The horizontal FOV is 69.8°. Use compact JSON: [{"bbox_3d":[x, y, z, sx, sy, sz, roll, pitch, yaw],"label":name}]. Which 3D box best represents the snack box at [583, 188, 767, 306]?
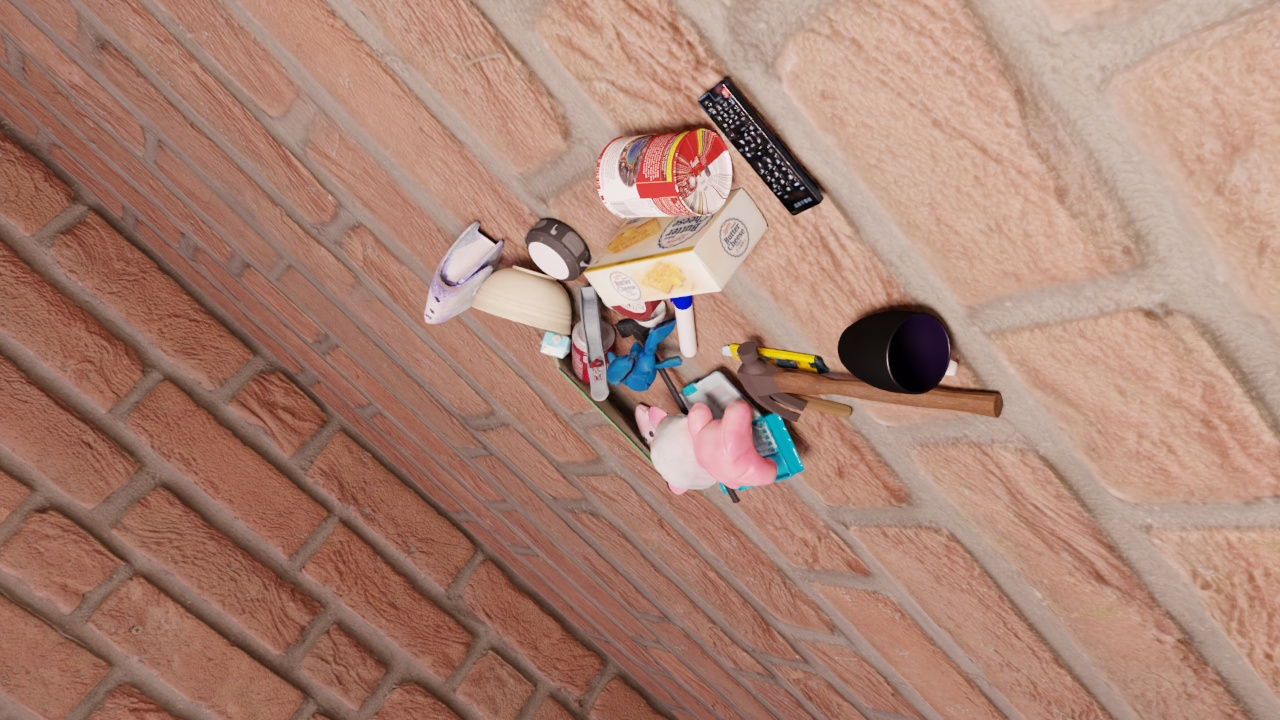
[{"bbox_3d":[0.034,-0.123,1.032,0.208,0.104,0.057,-3,134,54],"label":"snack box"}]

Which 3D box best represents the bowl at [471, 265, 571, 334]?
[{"bbox_3d":[-0.165,-0.094,1.341,0.151,0.075,0.150,17,-176,-2],"label":"bowl"}]

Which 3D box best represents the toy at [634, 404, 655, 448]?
[{"bbox_3d":[0.025,0.111,1.495,0.096,0.052,0.099,44,157,14],"label":"toy"}]

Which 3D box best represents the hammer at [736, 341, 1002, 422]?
[{"bbox_3d":[0.256,0.035,1.074,0.324,0.033,0.115,6,141,41],"label":"hammer"}]

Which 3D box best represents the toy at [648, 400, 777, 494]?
[{"bbox_3d":[0.087,0.124,1.272,0.214,0.084,0.142,-5,114,54],"label":"toy"}]

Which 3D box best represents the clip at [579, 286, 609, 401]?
[{"bbox_3d":[-0.065,-0.022,1.281,0.107,0.028,0.163,-75,-23,-87],"label":"clip"}]

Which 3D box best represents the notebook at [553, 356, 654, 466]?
[{"bbox_3d":[-0.055,0.078,1.491,0.252,0.010,0.182,46,-178,-18],"label":"notebook"}]

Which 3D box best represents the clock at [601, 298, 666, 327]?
[{"bbox_3d":[-0.011,-0.093,1.203,0.096,0.048,0.138,29,152,18],"label":"clock"}]

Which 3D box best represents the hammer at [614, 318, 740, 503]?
[{"bbox_3d":[0.070,0.076,1.336,0.095,0.015,0.325,-7,118,56],"label":"hammer"}]

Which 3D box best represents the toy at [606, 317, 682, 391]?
[{"bbox_3d":[-0.007,0.007,1.256,0.071,0.112,0.177,60,162,8],"label":"toy"}]

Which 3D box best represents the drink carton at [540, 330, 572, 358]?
[{"bbox_3d":[-0.127,-0.026,1.409,0.044,0.038,0.129,17,-177,-2],"label":"drink carton"}]

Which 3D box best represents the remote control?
[{"bbox_3d":[0.118,-0.206,0.886,0.150,0.022,0.047,47,154,-14],"label":"remote control"}]

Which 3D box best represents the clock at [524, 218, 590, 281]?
[{"bbox_3d":[-0.118,-0.147,1.257,0.091,0.043,0.123,48,153,-20],"label":"clock"}]

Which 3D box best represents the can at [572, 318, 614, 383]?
[{"bbox_3d":[-0.072,-0.014,1.397,0.063,0.063,0.114,32,154,13],"label":"can"}]

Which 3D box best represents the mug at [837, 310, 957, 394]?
[{"bbox_3d":[0.272,-0.006,0.966,0.118,0.085,0.100,16,178,-25],"label":"mug"}]

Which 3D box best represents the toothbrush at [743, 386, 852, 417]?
[{"bbox_3d":[0.203,0.050,1.204,0.167,0.016,0.016,14,146,41],"label":"toothbrush"}]

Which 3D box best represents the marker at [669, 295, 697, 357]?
[{"bbox_3d":[0.058,-0.053,1.211,0.027,0.023,0.133,23,151,22],"label":"marker"}]

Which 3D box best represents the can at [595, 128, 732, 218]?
[{"bbox_3d":[0.023,-0.193,0.952,0.117,0.086,0.087,8,142,45],"label":"can"}]

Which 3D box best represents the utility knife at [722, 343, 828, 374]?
[{"bbox_3d":[0.167,-0.002,1.169,0.163,0.017,0.030,13,135,46],"label":"utility knife"}]

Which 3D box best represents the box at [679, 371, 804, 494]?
[{"bbox_3d":[0.133,0.103,1.337,0.185,0.056,0.227,56,157,1],"label":"box"}]

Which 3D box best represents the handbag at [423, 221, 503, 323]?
[{"bbox_3d":[-0.272,-0.124,1.398,0.069,0.126,0.159,38,153,-5],"label":"handbag"}]
